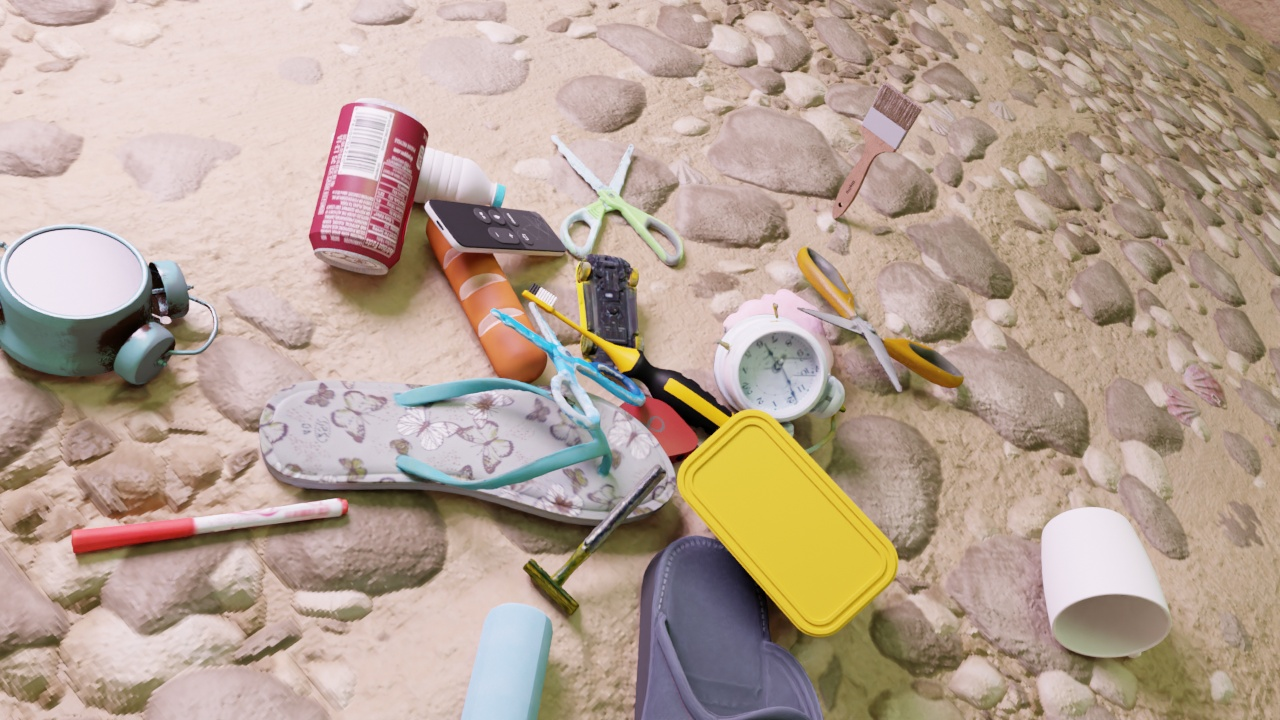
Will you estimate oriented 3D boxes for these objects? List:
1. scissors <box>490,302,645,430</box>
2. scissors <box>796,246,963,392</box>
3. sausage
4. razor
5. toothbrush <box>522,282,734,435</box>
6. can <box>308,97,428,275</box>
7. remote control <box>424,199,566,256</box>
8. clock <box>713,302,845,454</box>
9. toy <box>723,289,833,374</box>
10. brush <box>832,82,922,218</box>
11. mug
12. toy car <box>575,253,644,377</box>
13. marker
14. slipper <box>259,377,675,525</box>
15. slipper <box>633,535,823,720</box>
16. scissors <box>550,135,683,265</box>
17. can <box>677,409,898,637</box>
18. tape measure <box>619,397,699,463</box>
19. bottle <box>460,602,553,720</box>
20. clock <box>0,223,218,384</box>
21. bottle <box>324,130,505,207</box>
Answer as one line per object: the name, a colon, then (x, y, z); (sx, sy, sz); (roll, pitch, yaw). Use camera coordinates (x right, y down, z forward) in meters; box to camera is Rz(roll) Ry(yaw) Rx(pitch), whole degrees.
scissors: (-0.043, 0.006, 0.624); (0.140, 0.011, 0.134); (22, 24, -45)
scissors: (0.198, -0.034, 0.808); (0.225, 0.016, 0.229); (16, 31, -39)
sausage: (-0.114, -0.049, 0.673); (0.039, 0.044, 0.164); (-27, 64, -9)
razor: (-0.022, 0.106, 0.575); (0.042, 0.026, 0.105); (42, 79, 11)
toothbrush: (-0.004, 0.004, 0.682); (0.196, 0.031, 0.030); (34, 79, -11)
can: (-0.193, -0.123, 0.654); (0.063, 0.063, 0.114); (14, 79, -17)
remote control: (-0.106, -0.100, 0.700); (0.045, 0.008, 0.146); (53, 24, 13)
clock: (0.108, 0.019, 0.707); (0.083, 0.057, 0.117); (-33, 100, -2)
toy: (0.121, -0.024, 0.768); (0.102, 0.050, 0.093); (33, 42, -7)
brush: (0.222, -0.196, 0.896); (0.008, 0.143, 0.045); (-26, 60, -41)
mug: (0.363, 0.180, 0.717); (0.114, 0.081, 0.087); (50, 32, -27)
toy car: (-0.026, -0.036, 0.716); (0.049, 0.030, 0.106); (6, 65, -23)
marker: (-0.238, 0.091, 0.518); (0.142, 0.013, 0.012); (-4, 56, -30)
slipper: (-0.100, 0.044, 0.590); (0.268, 0.055, 0.098); (9, 53, -15)
slipper: (0.055, 0.212, 0.520); (0.109, 0.084, 0.265); (14, 50, -19)
scissors: (-0.031, -0.143, 0.813); (0.165, 0.024, 0.171); (-34, 71, -35)
can: (0.096, 0.105, 0.601); (0.075, 0.104, 0.135); (-43, 75, 1)
tape measure: (0.008, 0.052, 0.668); (0.059, 0.019, 0.051); (-10, 59, -21)
bottle: (-0.077, 0.197, 0.493); (0.040, 0.040, 0.129); (19, 47, -12)
clock: (-0.320, -0.033, 0.549); (0.124, 0.053, 0.089); (12, 50, -22)
bottle: (-0.174, -0.147, 0.723); (0.136, 0.044, 0.044); (13, 49, -17)
